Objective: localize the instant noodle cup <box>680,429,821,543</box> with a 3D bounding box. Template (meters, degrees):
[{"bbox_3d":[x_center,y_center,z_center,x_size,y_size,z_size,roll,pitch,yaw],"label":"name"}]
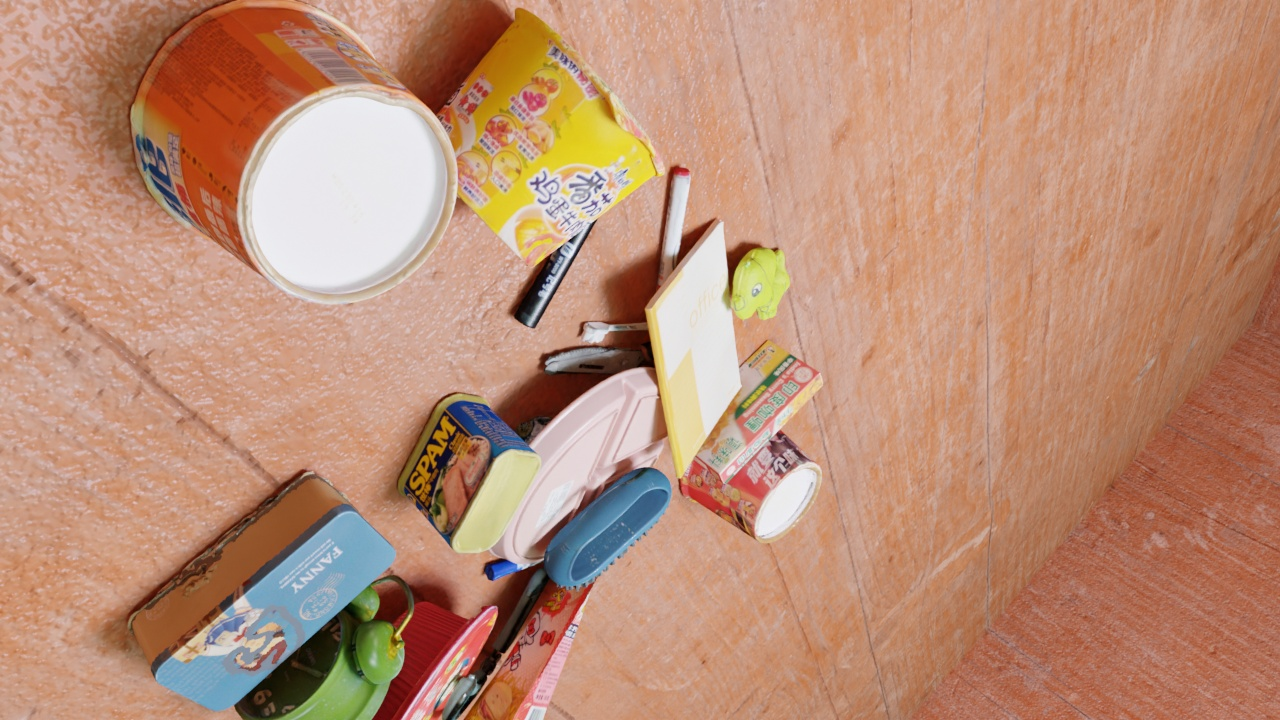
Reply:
[{"bbox_3d":[0.130,0.131,1.037,0.137,0.108,0.138,-28,136,-30],"label":"instant noodle cup"}]

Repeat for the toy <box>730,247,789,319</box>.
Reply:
[{"bbox_3d":[0.118,-0.078,0.910,0.096,0.031,0.100,-65,148,-18],"label":"toy"}]

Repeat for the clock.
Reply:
[{"bbox_3d":[-0.243,0.232,0.714,0.161,0.116,0.056,-40,132,-12],"label":"clock"}]

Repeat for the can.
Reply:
[{"bbox_3d":[-0.137,0.091,0.736,0.057,0.083,0.102,15,108,-52],"label":"can"}]

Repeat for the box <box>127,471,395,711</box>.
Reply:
[{"bbox_3d":[-0.268,0.163,0.672,0.184,0.063,0.090,-42,143,-12],"label":"box"}]

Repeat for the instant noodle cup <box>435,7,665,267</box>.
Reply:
[{"bbox_3d":[-0.070,-0.135,0.590,0.110,0.138,0.138,-43,143,0],"label":"instant noodle cup"}]

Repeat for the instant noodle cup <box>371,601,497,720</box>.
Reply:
[{"bbox_3d":[-0.204,0.282,0.793,0.193,0.066,0.194,-58,173,-11],"label":"instant noodle cup"}]

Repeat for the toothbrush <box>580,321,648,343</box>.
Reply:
[{"bbox_3d":[0.014,-0.029,0.859,0.179,0.016,0.016,-5,131,-45],"label":"toothbrush"}]

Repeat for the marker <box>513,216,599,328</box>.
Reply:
[{"bbox_3d":[-0.060,-0.085,0.730,0.132,0.020,0.022,-59,172,7],"label":"marker"}]

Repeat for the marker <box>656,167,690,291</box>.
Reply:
[{"bbox_3d":[0.027,-0.101,0.812,0.017,0.017,0.145,-20,133,-36],"label":"marker"}]

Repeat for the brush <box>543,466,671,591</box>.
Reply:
[{"bbox_3d":[-0.029,0.150,0.843,0.143,0.055,0.074,-39,156,-19],"label":"brush"}]

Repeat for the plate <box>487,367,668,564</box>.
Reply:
[{"bbox_3d":[-0.047,0.104,0.850,0.229,0.028,0.230,-38,155,-22],"label":"plate"}]

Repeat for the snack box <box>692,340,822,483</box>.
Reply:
[{"bbox_3d":[0.114,0.053,0.982,0.155,0.077,0.027,-43,142,-13],"label":"snack box"}]

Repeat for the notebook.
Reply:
[{"bbox_3d":[0.054,-0.009,0.864,0.145,0.010,0.206,-52,144,-40],"label":"notebook"}]

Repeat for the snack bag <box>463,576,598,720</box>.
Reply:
[{"bbox_3d":[-0.091,0.280,0.909,0.207,0.073,0.129,-60,-179,-15],"label":"snack bag"}]

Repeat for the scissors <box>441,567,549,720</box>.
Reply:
[{"bbox_3d":[-0.140,0.279,0.892,0.170,0.019,0.174,-60,173,-1],"label":"scissors"}]

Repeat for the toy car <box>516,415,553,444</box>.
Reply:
[{"bbox_3d":[-0.104,0.098,0.822,0.049,0.031,0.105,24,101,-52],"label":"toy car"}]

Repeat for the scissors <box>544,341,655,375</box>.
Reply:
[{"bbox_3d":[-0.012,0.015,0.866,0.208,0.015,0.182,-34,140,-24],"label":"scissors"}]

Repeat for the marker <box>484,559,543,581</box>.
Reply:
[{"bbox_3d":[-0.092,0.193,0.926,0.145,0.017,0.017,-11,127,-42],"label":"marker"}]

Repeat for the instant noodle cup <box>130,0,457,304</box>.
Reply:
[{"bbox_3d":[-0.180,-0.107,0.502,0.151,0.111,0.152,-28,137,-30],"label":"instant noodle cup"}]
